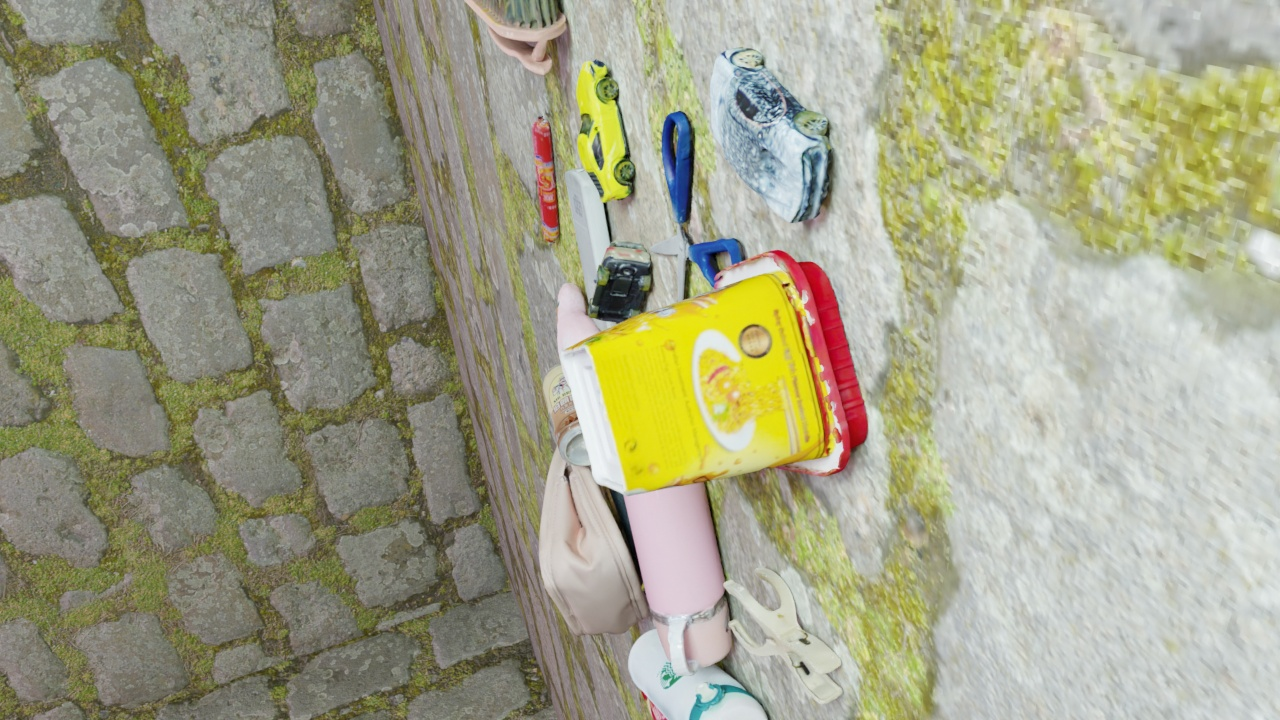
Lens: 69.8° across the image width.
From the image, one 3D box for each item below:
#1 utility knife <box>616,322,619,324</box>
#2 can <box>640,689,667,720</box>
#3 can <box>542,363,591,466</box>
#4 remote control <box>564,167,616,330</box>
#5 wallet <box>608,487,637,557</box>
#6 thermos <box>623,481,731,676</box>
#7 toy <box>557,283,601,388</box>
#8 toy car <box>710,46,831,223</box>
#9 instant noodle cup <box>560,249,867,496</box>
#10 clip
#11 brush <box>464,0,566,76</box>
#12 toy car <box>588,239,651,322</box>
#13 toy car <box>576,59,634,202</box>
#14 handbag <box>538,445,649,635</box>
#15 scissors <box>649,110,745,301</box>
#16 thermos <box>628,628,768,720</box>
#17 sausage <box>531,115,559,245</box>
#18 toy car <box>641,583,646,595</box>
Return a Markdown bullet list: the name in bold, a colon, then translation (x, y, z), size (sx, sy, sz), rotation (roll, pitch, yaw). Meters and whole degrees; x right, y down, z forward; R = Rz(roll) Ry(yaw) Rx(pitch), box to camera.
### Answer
- **utility knife**: translation (-0.005, 0.005, 0.805), size (0.033, 0.015, 0.154), rotation (-140, 37, -69)
- **can**: translation (0.047, 0.374, 0.922), size (0.132, 0.053, 0.053), rotation (-121, 21, -45)
- **can**: translation (-0.069, 0.057, 0.988), size (0.116, 0.058, 0.059), rotation (-113, 15, -51)
- **remote control**: translation (-0.039, -0.096, 0.814), size (0.058, 0.021, 0.150), rotation (-134, 31, -61)
- **wallet**: translation (-0.021, 0.144, 1.005), size (0.097, 0.019, 0.120), rotation (96, 155, -56)
- **thermos**: translation (0.025, 0.149, 0.726), size (0.087, 0.067, 0.199), rotation (-41, -58, -67)
- **toy**: translation (-0.053, -0.003, 0.909), size (0.159, 0.054, 0.121), rotation (-112, 9, -48)
- **toy car**: translation (0.057, -0.109, 0.439), size (0.049, 0.031, 0.105), rotation (91, 159, -46)
- **instant noodle cup**: translation (0.032, 0.013, 0.473), size (0.116, 0.123, 0.116), rotation (172, 83, -75)
- **clip**: translation (0.095, 0.190, 0.609), size (0.104, 0.034, 0.084), rotation (50, 150, 40)
- **brush**: translation (-0.103, -0.292, 0.772), size (0.145, 0.063, 0.073), rotation (-125, 28, -46)
- **toy car**: translation (-0.017, -0.060, 0.735), size (0.091, 0.042, 0.035), rotation (110, 165, -58)
- **toy car**: translation (-0.032, -0.172, 0.692), size (0.048, 0.032, 0.105), rotation (-151, 48, -70)
- **handbag**: translation (-0.060, 0.178, 1.043), size (0.193, 0.093, 0.233), rotation (77, 180, -51)
- **scissors**: translation (0.031, -0.081, 0.598), size (0.175, 0.012, 0.162), rotation (-131, 28, -60)
- **thermos**: translation (0.047, 0.295, 0.814), size (0.224, 0.073, 0.073), rotation (169, 85, -75)
- **sausage**: translation (-0.096, -0.181, 0.941), size (0.156, 0.020, 0.020), rotation (89, 160, -44)
- **toy car**: translation (0.019, 0.216, 0.903), size (0.049, 0.031, 0.106), rotation (-126, 26, -54)
